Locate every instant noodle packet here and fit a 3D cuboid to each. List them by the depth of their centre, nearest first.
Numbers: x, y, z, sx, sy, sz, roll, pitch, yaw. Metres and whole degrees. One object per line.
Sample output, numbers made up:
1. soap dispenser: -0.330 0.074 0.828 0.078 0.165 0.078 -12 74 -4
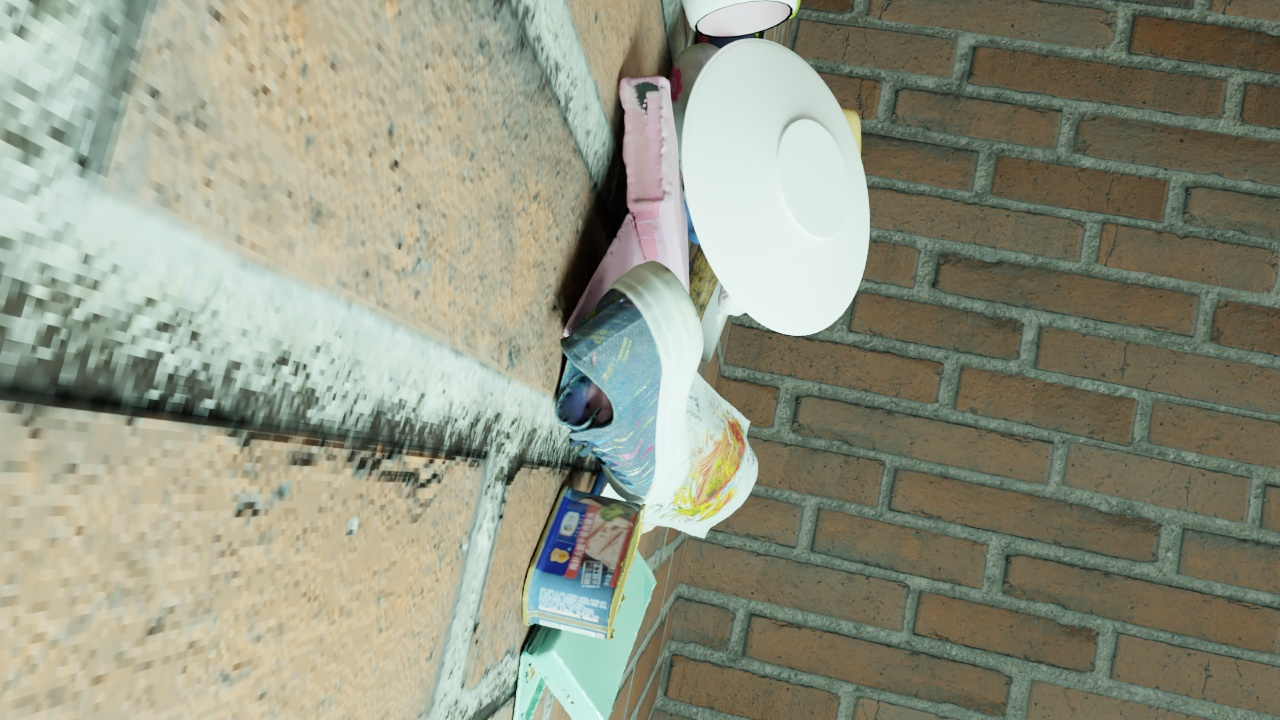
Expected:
1. instant noodle packet: 0.046 0.089 0.841 0.146 0.057 0.269 -68 155 -7

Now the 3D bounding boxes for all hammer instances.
1. hammer: 0.066 -0.072 0.912 0.033 0.120 0.331 -25 145 -37

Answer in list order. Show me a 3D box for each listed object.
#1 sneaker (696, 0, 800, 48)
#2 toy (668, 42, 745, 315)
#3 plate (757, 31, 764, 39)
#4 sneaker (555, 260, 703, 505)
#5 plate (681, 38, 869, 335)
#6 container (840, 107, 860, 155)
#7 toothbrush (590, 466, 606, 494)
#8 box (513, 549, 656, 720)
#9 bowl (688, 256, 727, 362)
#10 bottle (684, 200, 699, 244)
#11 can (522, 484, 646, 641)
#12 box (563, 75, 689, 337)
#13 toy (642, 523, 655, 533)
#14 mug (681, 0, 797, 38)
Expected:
1. sneaker: 0.099 -0.327 0.809 0.242 0.091 0.116 81 19 -71
2. toy: 0.074 -0.143 0.741 0.137 0.085 0.209 -10 87 -86
3. plate: 0.100 -0.273 0.947 0.173 0.019 0.173 -162 -89 -80
4. sneaker: -0.018 0.031 0.580 0.079 0.087 0.236 -28 153 -19
5. plate: 0.121 -0.135 0.697 0.229 0.030 0.229 7 80 -43
6. container: 0.148 -0.183 0.961 0.183 0.129 0.167 -111 -151 -74
7. toothbrush: -0.018 0.072 0.696 0.016 0.017 0.189 97 16 -72
8. box: -0.055 0.198 0.689 0.077 0.079 0.188 58 19 -10
9. bowl: 0.071 -0.070 1.045 0.132 0.064 0.132 22 88 -85
10. bottle: 0.065 -0.156 0.968 0.131 0.048 0.048 27 74 -82
11. can: -0.036 0.134 0.609 0.099 0.059 0.054 -69 167 -50
12. box: 0.004 -0.069 0.646 0.233 0.055 0.180 62 41 -78
13. toy: 0.006 0.144 0.993 0.112 0.050 0.087 100 6 -47
14. mug: 0.066 -0.280 0.670 0.124 0.090 0.076 176 -93 -80
